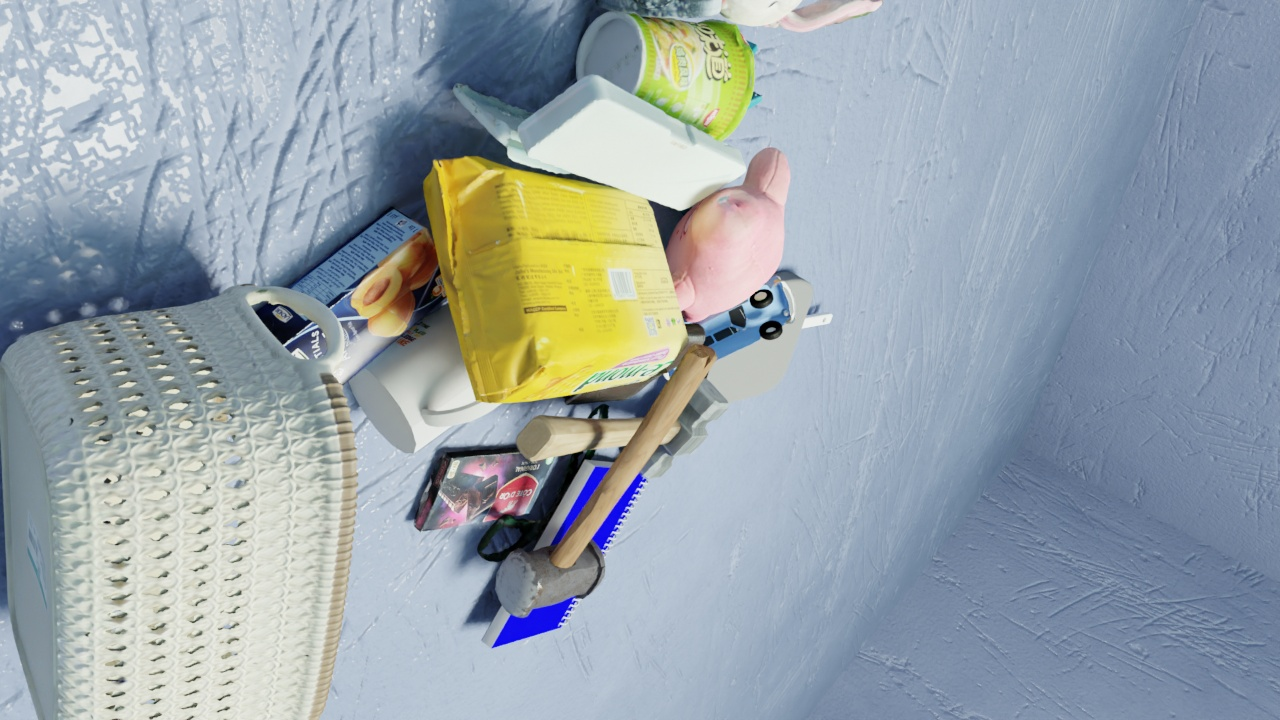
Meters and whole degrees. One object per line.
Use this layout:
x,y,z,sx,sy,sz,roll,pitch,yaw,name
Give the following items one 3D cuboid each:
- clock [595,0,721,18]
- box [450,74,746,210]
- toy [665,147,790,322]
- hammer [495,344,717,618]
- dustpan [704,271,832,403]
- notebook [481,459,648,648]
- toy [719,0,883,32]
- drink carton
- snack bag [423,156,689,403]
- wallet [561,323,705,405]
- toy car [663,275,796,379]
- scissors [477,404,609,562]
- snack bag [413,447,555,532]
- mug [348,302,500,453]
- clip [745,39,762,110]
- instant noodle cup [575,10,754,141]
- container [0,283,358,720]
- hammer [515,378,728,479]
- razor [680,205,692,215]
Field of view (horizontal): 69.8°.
0.005,-0.261,0.620,0.129,0.090,0.052,-32,136,-44,clock
-0.021,-0.155,0.640,0.197,0.125,0.075,5,113,-58,box
0.072,-0.101,0.797,0.192,0.097,0.237,-49,173,-3,toy
-0.024,0.110,0.799,0.097,0.052,0.329,-4,137,-46,hammer
0.166,-0.034,1.136,0.257,0.033,0.163,-11,126,-41,dustpan
-0.071,0.202,0.979,0.209,0.022,0.171,-60,158,3,notebook
0.090,-0.308,0.672,0.105,0.131,0.205,-53,146,-10,toy
-0.187,-0.034,0.591,0.129,0.040,0.064,-44,147,-22,drink carton
-0.049,-0.057,0.654,0.246,0.068,0.159,-9,85,-60,snack bag
-0.005,0.005,0.866,0.120,0.031,0.099,-38,160,28,wallet
0.084,-0.036,0.934,0.153,0.054,0.056,-26,128,-2,toy car
-0.096,0.142,0.886,0.203,0.015,0.202,-28,143,-59,scissors
-0.136,0.112,0.826,0.155,0.018,0.075,3,115,-59,snack bag
-0.138,0.015,0.645,0.089,0.105,0.073,-38,132,-31,mug
0.064,-0.213,0.820,0.126,0.028,0.113,-43,145,-27,clip
0.014,-0.213,0.682,0.107,0.099,0.099,-6,122,-45,instant noodle cup
-0.245,0.088,0.488,0.142,0.184,0.247,-8,123,-41,container
-0.017,0.068,0.870,0.117,0.051,0.322,-47,160,16,hammer
0.046,-0.140,0.863,0.042,0.022,0.144,-44,145,0,razor
